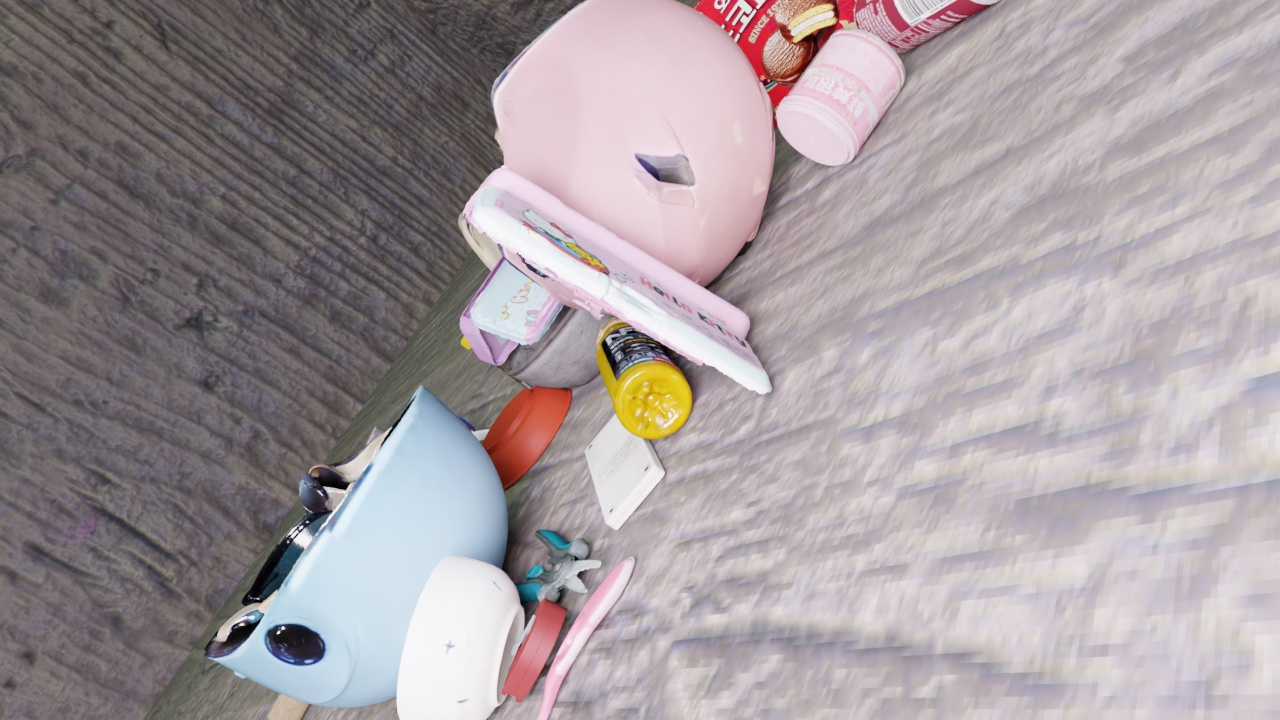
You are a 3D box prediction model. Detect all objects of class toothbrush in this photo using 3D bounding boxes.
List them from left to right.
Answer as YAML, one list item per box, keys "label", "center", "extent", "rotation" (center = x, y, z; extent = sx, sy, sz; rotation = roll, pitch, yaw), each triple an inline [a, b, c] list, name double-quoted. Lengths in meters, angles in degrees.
- label: "toothbrush"
  center: [-0.041, 0.168, 0.516]
  extent: [0.134, 0.016, 0.022]
  rotation: [-59, 12, -20]

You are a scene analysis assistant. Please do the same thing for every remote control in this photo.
- label: "remote control"
  center: [-0.013, 0.072, 0.651]
  extent: [0.050, 0.011, 0.135]
  rotation: [-50, 17, 6]

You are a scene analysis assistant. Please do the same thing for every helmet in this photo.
- label: "helmet"
  center: [-0.190, 0.145, 0.690]
  extent: [0.266, 0.167, 0.224]
  rotation: [-51, 13, 36]
- label: "helmet"
  center: [0.015, -0.141, 0.699]
  extent: [0.229, 0.153, 0.256]
  rotation: [-37, -40, -41]

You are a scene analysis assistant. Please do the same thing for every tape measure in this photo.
- label: "tape measure"
  center: [-0.062, 0.165, 0.545]
  extent: [0.051, 0.019, 0.058]
  rotation: [-62, 3, 27]

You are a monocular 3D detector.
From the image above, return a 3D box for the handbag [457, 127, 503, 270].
- label: "handbag"
  center: [-0.130, -0.150, 1.090]
  extent: [0.230, 0.184, 0.131]
  rotation: [-46, 14, 52]

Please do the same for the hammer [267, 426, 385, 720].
- label: "hammer"
  center: [-0.290, 0.233, 0.929]
  extent: [0.331, 0.119, 0.031]
  rotation: [-61, 16, 3]

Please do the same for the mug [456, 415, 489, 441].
- label: "mug"
  center: [-0.205, 0.103, 1.017]
  extent: [0.112, 0.075, 0.076]
  rotation: [-21, 24, 10]

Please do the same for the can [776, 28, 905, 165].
- label: "can"
  center: [0.146, -0.192, 0.674]
  extent: [0.076, 0.067, 0.067]
  rotation: [-54, 17, -9]

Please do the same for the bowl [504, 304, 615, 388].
- label: "bowl"
  center: [-0.060, -0.026, 0.883]
  extent: [0.145, 0.067, 0.144]
  rotation: [-46, 17, 19]

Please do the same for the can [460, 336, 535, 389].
- label: "can"
  center: [-0.116, -0.043, 1.007]
  extent: [0.073, 0.101, 0.130]
  rotation: [-24, 32, 58]

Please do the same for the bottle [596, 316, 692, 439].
- label: "bottle"
  center: [-0.004, 0.004, 0.693]
  extent: [0.053, 0.053, 0.186]
  rotation: [-50, 16, 7]

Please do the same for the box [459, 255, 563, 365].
- label: "box"
  center: [-0.077, -0.090, 0.881]
  extent: [0.093, 0.090, 0.213]
  rotation: [16, 60, 25]

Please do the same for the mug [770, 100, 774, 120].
- label: "mug"
  center: [0.066, -0.212, 0.865]
  extent: [0.123, 0.110, 0.096]
  rotation: [-51, 22, 7]

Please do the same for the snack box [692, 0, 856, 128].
- label: "snack box"
  center: [0.126, -0.326, 0.891]
  extent: [0.152, 0.132, 0.035]
  rotation: [-49, 17, 9]

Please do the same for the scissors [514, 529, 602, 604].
- label: "scissors"
  center: [-0.062, 0.142, 0.622]
  extent: [0.151, 0.019, 0.120]
  rotation: [-41, 17, 30]

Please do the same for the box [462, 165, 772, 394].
- label: "box"
  center: [-0.013, -0.053, 0.572]
  extent: [0.059, 0.201, 0.156]
  rotation: [-61, 16, -2]

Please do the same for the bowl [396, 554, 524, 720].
- label: "bowl"
  center: [-0.104, 0.176, 0.563]
  extent: [0.105, 0.054, 0.105]
  rotation: [13, -92, -83]

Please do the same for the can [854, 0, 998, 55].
- label: "can"
  center: [0.211, -0.271, 0.670]
  extent: [0.063, 0.063, 0.114]
  rotation: [-57, 17, -16]

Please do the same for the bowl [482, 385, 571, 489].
- label: "bowl"
  center: [-0.119, 0.068, 0.901]
  extent: [0.122, 0.035, 0.121]
  rotation: [-46, 17, 19]
